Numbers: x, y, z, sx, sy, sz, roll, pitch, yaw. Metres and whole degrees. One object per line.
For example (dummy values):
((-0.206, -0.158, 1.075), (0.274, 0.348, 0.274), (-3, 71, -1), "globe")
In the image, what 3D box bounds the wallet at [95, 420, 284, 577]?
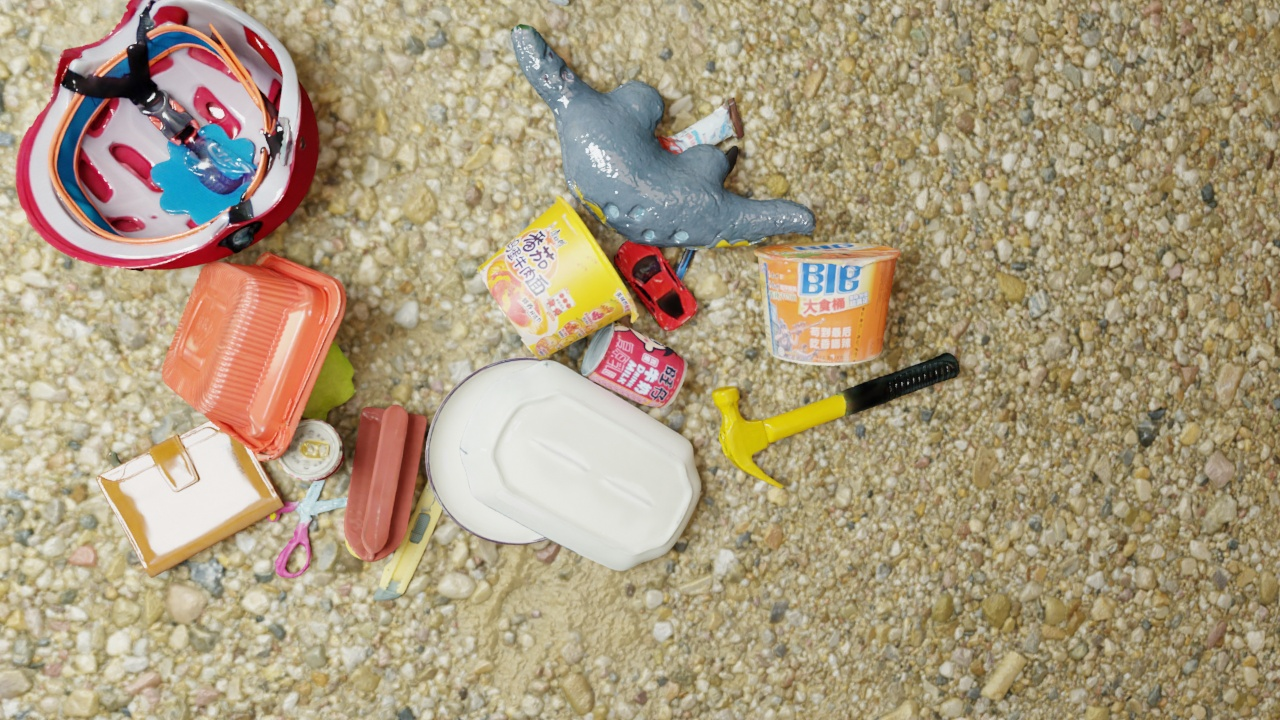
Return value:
((-0.421, 0.117, 0.856), (0.130, 0.035, 0.119), (-29, 95, -16), "wallet")

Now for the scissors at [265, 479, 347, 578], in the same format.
((-0.331, 0.154, 0.900), (0.133, 0.017, 0.130), (-7, 93, -19), "scissors")

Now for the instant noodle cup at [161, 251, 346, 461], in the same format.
((-0.340, -0.014, 0.789), (0.079, 0.189, 0.164), (22, 87, -46), "instant noodle cup")

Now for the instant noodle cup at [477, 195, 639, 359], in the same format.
((-0.084, -0.074, 0.893), (0.110, 0.138, 0.138), (-35, 103, -3), "instant noodle cup")

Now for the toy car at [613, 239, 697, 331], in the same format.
((0.015, -0.082, 0.966), (0.049, 0.031, 0.106), (-36, 97, -4), "toy car")

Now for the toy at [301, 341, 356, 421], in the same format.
((-0.319, 0.006, 0.880), (0.100, 0.031, 0.096), (20, 87, -17), "toy")

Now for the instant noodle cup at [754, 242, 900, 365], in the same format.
((0.195, -0.062, 0.970), (0.151, 0.151, 0.111), (-5, 105, -16), "instant noodle cup")

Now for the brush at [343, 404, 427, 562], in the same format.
((-0.245, 0.117, 0.870), (0.063, 0.069, 0.145), (11, 70, -16), "brush")

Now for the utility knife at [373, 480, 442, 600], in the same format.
((-0.222, 0.159, 0.934), (0.031, 0.020, 0.190), (24, 83, -23), "utility knife")

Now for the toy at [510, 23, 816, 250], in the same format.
((0.004, -0.193, 0.918), (0.356, 0.091, 0.138), (34, 105, -11), "toy")

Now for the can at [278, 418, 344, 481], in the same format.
((-0.298, 0.083, 0.836), (0.053, 0.133, 0.053), (2, 82, -16), "can")

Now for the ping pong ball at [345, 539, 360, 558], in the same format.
((-0.270, 0.176, 0.905), (0.040, 0.040, 0.040), (-1, 95, -16), "ping pong ball")

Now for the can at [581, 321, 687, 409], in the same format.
((-0.006, 0.006, 0.953), (0.093, 0.066, 0.066), (26, 87, -17), "can")

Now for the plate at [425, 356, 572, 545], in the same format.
((-0.124, 0.090, 0.936), (0.192, 0.039, 0.192), (-2, 97, -20), "plate")

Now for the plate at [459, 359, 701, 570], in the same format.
((-0.050, 0.112, 0.925), (0.265, 0.034, 0.162), (33, 84, -21), "plate")

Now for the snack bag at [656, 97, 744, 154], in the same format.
((0.064, -0.237, 0.973), (0.104, 0.026, 0.048), (-28, 116, -11), "snack bag")

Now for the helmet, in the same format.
((-0.383, -0.174, 0.784), (0.207, 0.144, 0.240), (42, 83, 4), "helmet")

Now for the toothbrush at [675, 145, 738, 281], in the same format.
((0.064, -0.145, 0.990), (0.014, 0.016, 0.189), (23, 91, -23), "toothbrush")

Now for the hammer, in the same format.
((0.229, 0.051, 1.044), (0.300, 0.033, 0.129), (-19, 100, -14), "hammer")

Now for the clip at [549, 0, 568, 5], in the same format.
((-0.096, -0.372, 0.915), (0.058, 0.027, 0.043), (22, 81, -17), "clip")
